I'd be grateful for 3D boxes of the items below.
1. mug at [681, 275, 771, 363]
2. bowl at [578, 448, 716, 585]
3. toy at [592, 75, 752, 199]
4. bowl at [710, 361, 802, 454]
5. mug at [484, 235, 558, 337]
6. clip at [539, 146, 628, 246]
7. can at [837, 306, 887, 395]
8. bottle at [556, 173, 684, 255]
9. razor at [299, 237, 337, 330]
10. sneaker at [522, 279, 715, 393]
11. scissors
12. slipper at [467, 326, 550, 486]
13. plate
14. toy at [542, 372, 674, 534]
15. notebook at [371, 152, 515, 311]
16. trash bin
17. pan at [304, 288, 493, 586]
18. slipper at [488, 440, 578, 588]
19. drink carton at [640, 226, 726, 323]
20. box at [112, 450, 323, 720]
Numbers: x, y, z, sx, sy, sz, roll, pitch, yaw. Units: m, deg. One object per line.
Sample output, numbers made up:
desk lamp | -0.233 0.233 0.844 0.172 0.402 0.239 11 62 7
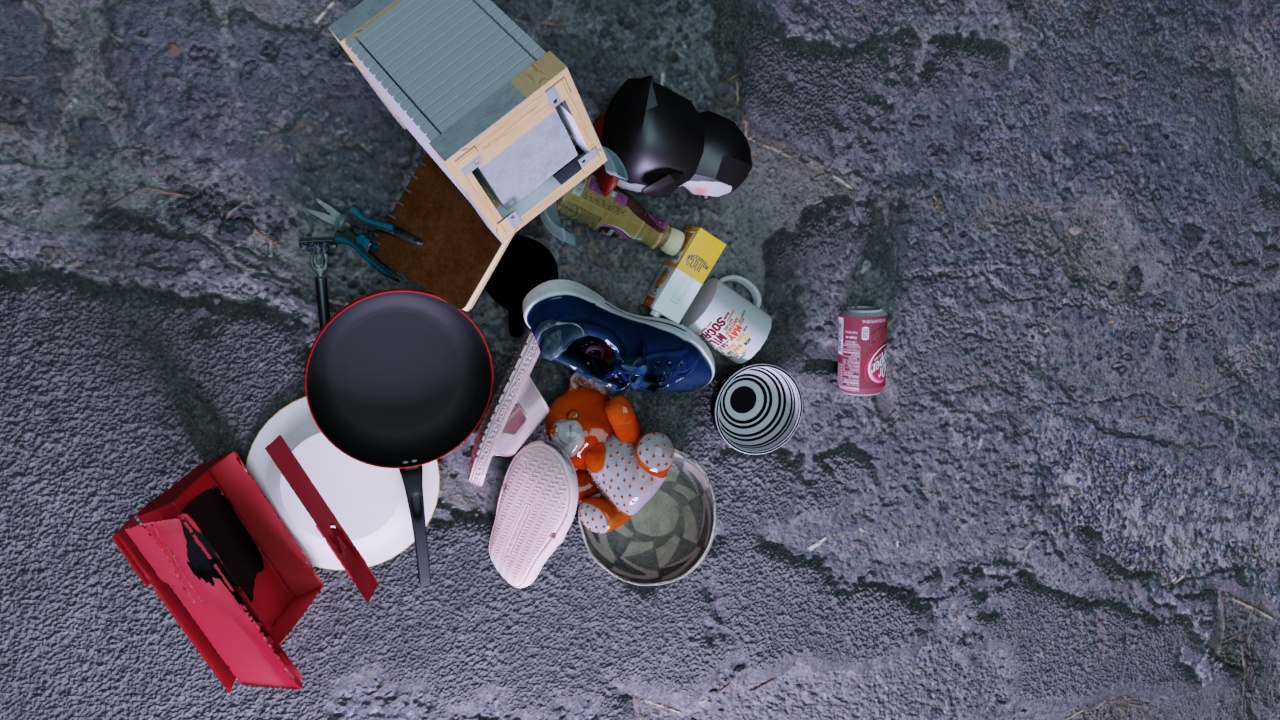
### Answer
mug | 0.116 -0.062 1.180 0.089 0.074 0.105 33 65 -17
bowl | 0.014 0.197 1.181 0.178 0.081 0.178 -2 80 12
toy | 0.053 -0.260 1.088 0.184 0.159 0.140 8 141 -26
bowl | 0.145 0.057 1.207 0.120 0.066 0.120 -3 101 -14
mug | -0.147 -0.088 1.092 0.085 0.094 0.122 -1 100 -14
clip | -0.066 -0.232 1.046 0.159 0.030 0.173 -33 66 27
can | 0.298 -0.014 1.234 0.063 0.063 0.114 -4 101 -14
bottle | -0.023 -0.177 1.125 0.166 0.059 0.059 24 94 -17
razor | -0.372 -0.071 1.076 0.042 0.022 0.144 -4 101 -12
sneaker | -0.006 0.006 1.083 0.121 0.127 0.294 -37 142 29
scissors | -0.314 -0.141 1.047 0.123 0.019 0.148 -23 82 8
slipper | -0.142 0.045 1.120 0.064 0.094 0.239 24 88 -13
plate | -0.360 0.149 1.110 0.229 0.021 0.230 -2 101 -8
toy | -0.051 0.106 1.117 0.172 0.092 0.164 46 120 18
notebook | -0.200 -0.188 1.045 0.167 0.024 0.225 31 92 25
trash bin | -0.177 -0.276 0.954 0.142 0.142 0.247 -39 62 -5
pan | -0.273 0.092 1.076 0.208 0.067 0.356 -8 106 -20
slipper | -0.130 0.194 1.129 0.055 0.107 0.222 -19 142 -48
drink carton | 0.051 -0.106 1.157 0.040 0.058 0.122 30 92 -17
box | -0.447 0.241 0.964 0.121 0.318 0.211 -29 105 -8
